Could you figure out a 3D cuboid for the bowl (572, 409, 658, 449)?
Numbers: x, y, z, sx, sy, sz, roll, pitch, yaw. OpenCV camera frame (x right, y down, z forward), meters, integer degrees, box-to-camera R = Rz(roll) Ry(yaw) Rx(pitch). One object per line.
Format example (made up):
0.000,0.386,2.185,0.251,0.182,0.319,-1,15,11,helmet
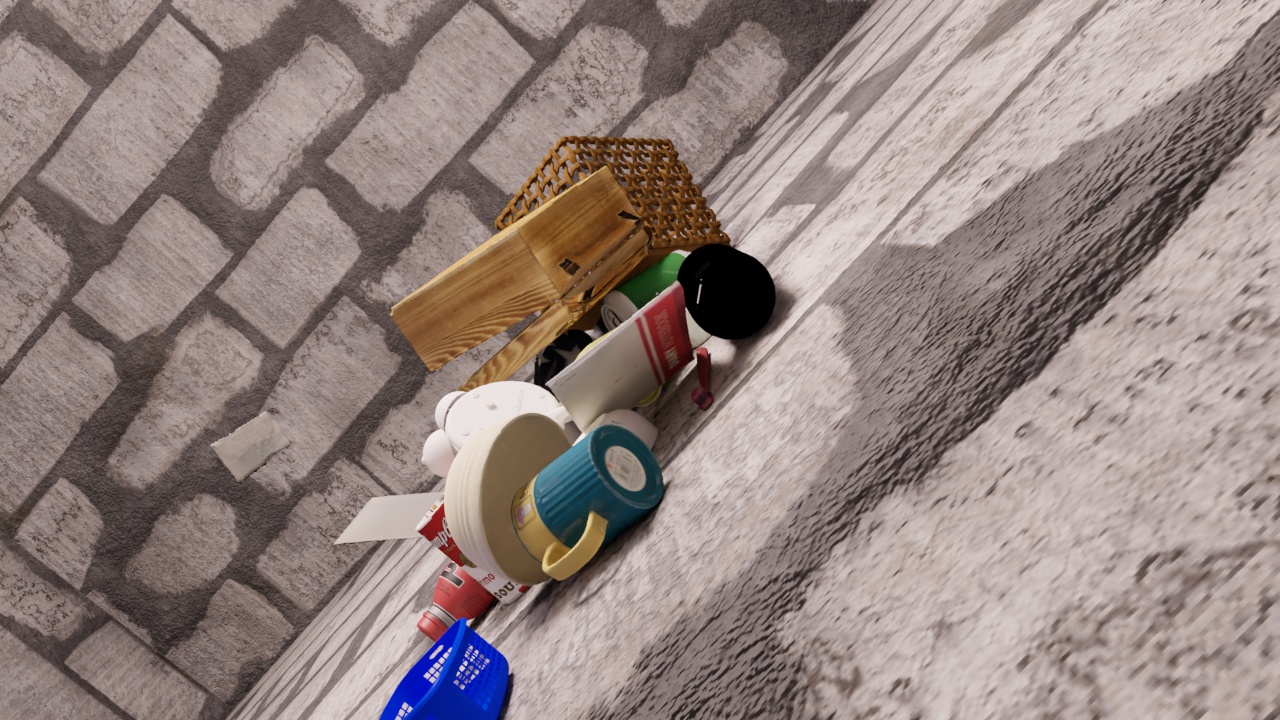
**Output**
-0.035,0.092,0.922,0.105,0.054,0.104,-47,9,10,bowl

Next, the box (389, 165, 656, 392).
-0.131,-0.105,1.184,0.246,0.168,0.278,-30,11,32,box

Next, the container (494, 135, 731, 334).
-0.043,-0.199,1.460,0.250,0.214,0.220,-13,-22,-46,container

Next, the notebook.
-0.012,0.008,0.913,0.153,0.012,0.209,-38,-18,-6,notebook

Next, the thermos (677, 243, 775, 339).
0.086,-0.071,0.930,0.086,0.086,0.198,-47,8,6,thermos

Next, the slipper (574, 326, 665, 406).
-0.006,0.006,1.041,0.190,0.081,0.092,-25,-39,-54,slipper

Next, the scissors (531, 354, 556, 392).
-0.132,0.083,1.216,0.163,0.154,0.012,-43,-8,19,scissors

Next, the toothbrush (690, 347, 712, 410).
0.060,0.013,0.915,0.016,0.016,0.189,-47,8,13,toothbrush

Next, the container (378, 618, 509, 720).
-0.145,0.257,0.680,0.096,0.058,0.114,-47,8,9,container

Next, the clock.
-0.148,0.073,0.989,0.125,0.161,0.073,-87,-3,-53,clock

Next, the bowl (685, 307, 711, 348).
0.075,-0.074,1.108,0.117,0.061,0.117,-48,7,8,bowl

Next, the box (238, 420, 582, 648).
-0.261,0.210,1.137,0.479,0.119,0.166,-25,10,4,box

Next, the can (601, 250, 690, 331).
0.024,-0.079,1.204,0.139,0.088,0.088,-34,2,-21,can

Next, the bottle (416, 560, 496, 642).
-0.169,0.222,0.982,0.176,0.062,0.062,-52,8,-24,bottle

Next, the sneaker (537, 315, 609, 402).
-0.083,0.024,1.364,0.133,0.103,0.268,-59,-10,28,sneaker

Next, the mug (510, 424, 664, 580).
-0.044,0.122,0.744,0.107,0.083,0.113,-39,23,31,mug

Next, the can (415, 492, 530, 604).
-0.151,0.173,0.916,0.087,0.116,0.086,-47,8,8,can

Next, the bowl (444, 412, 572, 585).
-0.124,0.123,0.825,0.075,0.151,0.150,-4,33,30,bowl
